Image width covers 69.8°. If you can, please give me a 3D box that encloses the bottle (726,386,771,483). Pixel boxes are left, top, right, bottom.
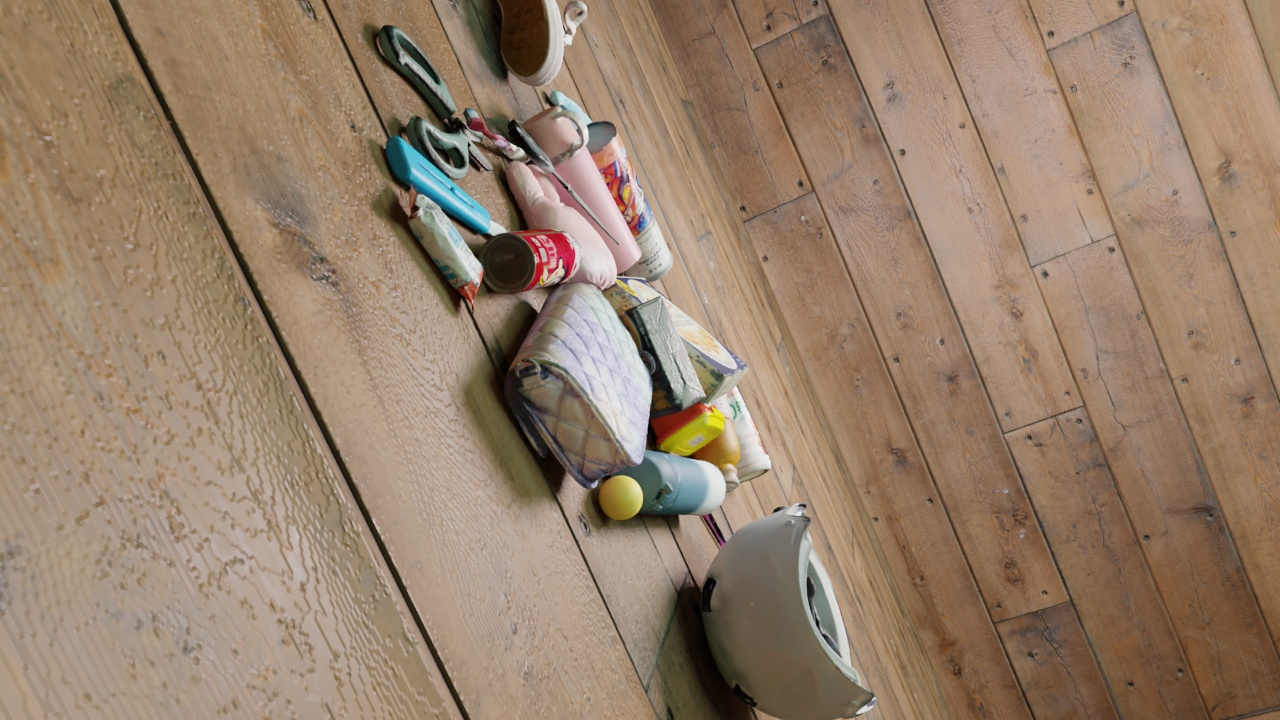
[{"bbox_3d":[0.127,0.082,1.359,0.196,0.068,0.068,68,15,18],"label":"bottle"}]

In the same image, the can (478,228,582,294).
[{"bbox_3d":[-0.097,-0.093,0.841,0.053,0.053,0.132,67,17,-3],"label":"can"}]

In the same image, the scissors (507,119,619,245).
[{"bbox_3d":[-0.084,-0.195,0.997,0.150,0.014,0.170,54,10,28],"label":"scissors"}]

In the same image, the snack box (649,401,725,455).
[{"bbox_3d":[0.046,0.063,1.089,0.080,0.082,0.091,58,11,20],"label":"snack box"}]

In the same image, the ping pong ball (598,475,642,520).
[{"bbox_3d":[-0.018,0.125,0.837,0.040,0.040,0.040,58,18,-31],"label":"ping pong ball"}]

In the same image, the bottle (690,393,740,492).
[{"bbox_3d":[0.089,0.083,1.213,0.068,0.068,0.189,44,28,-56],"label":"bottle"}]

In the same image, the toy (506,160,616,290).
[{"bbox_3d":[-0.084,-0.140,0.966,0.159,0.054,0.121,56,15,3],"label":"toy"}]

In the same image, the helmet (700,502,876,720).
[{"bbox_3d":[0.145,0.280,0.980,0.258,0.146,0.229,36,35,-77],"label":"helmet"}]

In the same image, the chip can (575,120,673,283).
[{"bbox_3d":[-0.025,-0.196,1.164,0.071,0.071,0.215,-97,165,-45],"label":"chip can"}]

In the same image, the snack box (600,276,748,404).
[{"bbox_3d":[0.036,-0.028,1.087,0.182,0.046,0.177,41,12,9],"label":"snack box"}]

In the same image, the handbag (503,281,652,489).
[{"bbox_3d":[-0.052,0.019,0.811,0.134,0.076,0.193,58,16,-17],"label":"handbag"}]

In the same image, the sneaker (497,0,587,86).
[{"bbox_3d":[-0.122,-0.416,1.140,0.087,0.118,0.240,23,37,-40],"label":"sneaker"}]

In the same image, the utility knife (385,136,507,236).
[{"bbox_3d":[-0.152,-0.133,0.789,0.204,0.018,0.034,35,35,-66],"label":"utility knife"}]

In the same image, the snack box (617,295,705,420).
[{"bbox_3d":[-0.006,0.006,0.950,0.053,0.126,0.113,-27,94,-43],"label":"snack box"}]

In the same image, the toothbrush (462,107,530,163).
[{"bbox_3d":[-0.142,-0.222,0.921,0.017,0.016,0.187,62,8,4],"label":"toothbrush"}]

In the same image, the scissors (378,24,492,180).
[{"bbox_3d":[-0.183,-0.230,0.819,0.176,0.019,0.174,64,15,-7],"label":"scissors"}]

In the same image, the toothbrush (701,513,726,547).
[{"bbox_3d":[0.081,0.189,1.142,0.189,0.014,0.017,61,5,-26],"label":"toothbrush"}]

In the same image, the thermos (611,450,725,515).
[{"bbox_3d":[0.031,0.129,0.958,0.220,0.070,0.070,26,44,-67],"label":"thermos"}]

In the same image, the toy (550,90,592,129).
[{"bbox_3d":[-0.075,-0.288,1.216,0.161,0.050,0.156,55,19,-9],"label":"toy"}]

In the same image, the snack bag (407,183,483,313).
[{"bbox_3d":[-0.151,-0.088,0.709,0.104,0.026,0.048,57,12,-32],"label":"snack bag"}]

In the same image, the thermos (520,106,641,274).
[{"bbox_3d":[-0.063,-0.194,1.054,0.067,0.087,0.199,-50,122,-41],"label":"thermos"}]
